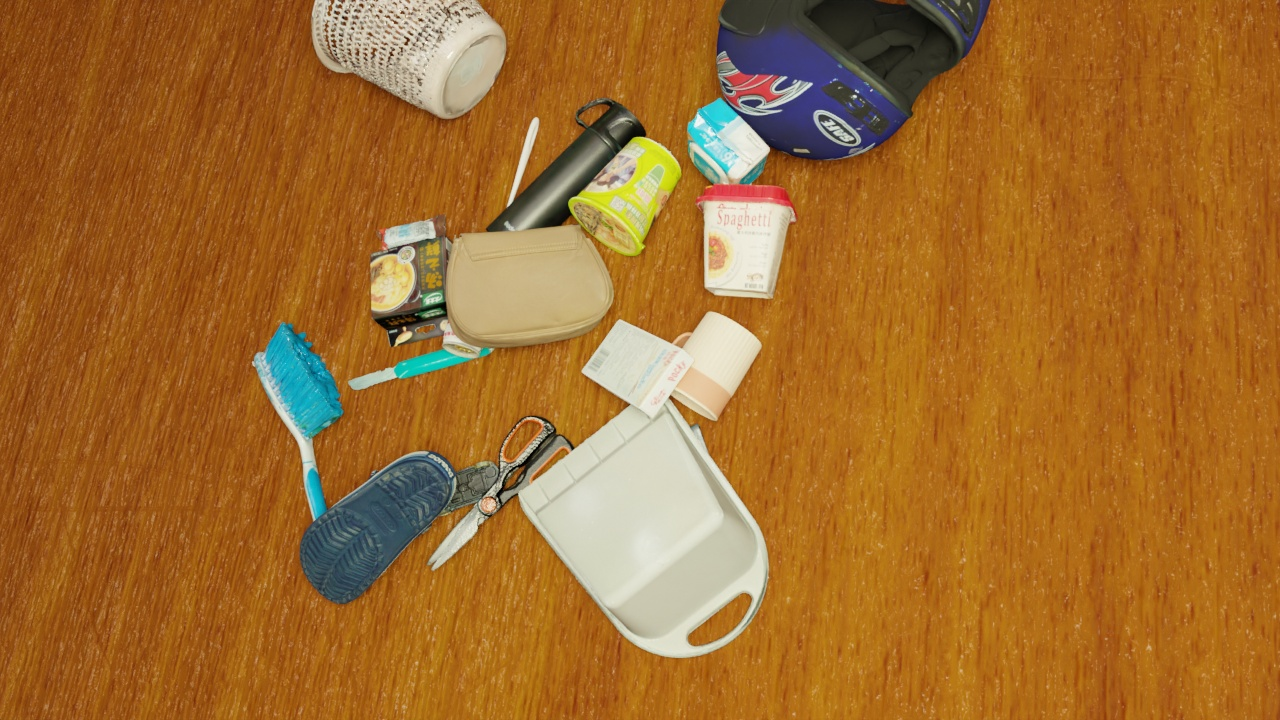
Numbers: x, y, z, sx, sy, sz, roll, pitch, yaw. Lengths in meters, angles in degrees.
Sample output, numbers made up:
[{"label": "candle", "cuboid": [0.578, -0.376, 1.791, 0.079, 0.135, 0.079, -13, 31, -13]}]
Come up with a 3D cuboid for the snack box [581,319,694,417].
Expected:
[{"label": "snack box", "cuboid": [-0.007, 0.006, 1.103, 0.084, 0.027, 0.157, -54, 34, -5]}]

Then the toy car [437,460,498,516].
[{"label": "toy car", "cuboid": [-0.221, 0.161, 1.157, 0.105, 0.031, 0.049, -19, 78, 6]}]

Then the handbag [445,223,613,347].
[{"label": "handbag", "cuboid": [-0.143, -0.092, 1.153, 0.204, 0.100, 0.147, -7, 80, -17]}]

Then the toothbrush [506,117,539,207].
[{"label": "toothbrush", "cuboid": [-0.172, -0.256, 1.270, 0.016, 0.016, 0.180, 12, 79, 23]}]

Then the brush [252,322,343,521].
[{"label": "brush", "cuboid": [-0.438, 0.101, 1.223, 0.109, 0.060, 0.314, -37, 72, 8]}]

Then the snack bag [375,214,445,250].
[{"label": "snack bag", "cuboid": [-0.321, -0.175, 1.280, 0.105, 0.026, 0.045, -12, 63, 10]}]

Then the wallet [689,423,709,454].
[{"label": "wallet", "cuboid": [0.045, 0.147, 1.102, 0.097, 0.019, 0.120, -22, 73, 8]}]

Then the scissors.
[{"label": "scissors", "cuboid": [-0.188, 0.158, 1.131, 0.234, 0.022, 0.139, -25, 82, -10]}]

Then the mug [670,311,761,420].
[{"label": "mug", "cuboid": [0.075, 0.002, 1.108, 0.115, 0.081, 0.106, 26, 79, 49]}]

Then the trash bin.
[{"label": "trash bin", "cuboid": [-0.302, -0.448, 1.266, 0.192, 0.227, 0.227, 38, 86, 8]}]

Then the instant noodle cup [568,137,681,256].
[{"label": "instant noodle cup", "cuboid": [-0.011, -0.216, 1.174, 0.112, 0.112, 0.123, 31, 76, 20]}]

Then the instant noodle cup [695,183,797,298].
[{"label": "instant noodle cup", "cuboid": [0.126, -0.142, 1.117, 0.116, 0.116, 0.124, 5, 87, 15]}]

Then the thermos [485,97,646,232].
[{"label": "thermos", "cuboid": [-0.105, -0.243, 1.221, 0.090, 0.068, 0.242, 43, 87, 8]}]

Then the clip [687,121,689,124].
[{"label": "clip", "cuboid": [0.106, -0.281, 1.197, 0.074, 0.035, 0.100, -44, 74, -1]}]

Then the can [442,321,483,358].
[{"label": "can", "cuboid": [-0.217, -0.073, 1.203, 0.053, 0.053, 0.132, 8, 71, 16]}]

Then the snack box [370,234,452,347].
[{"label": "snack box", "cuboid": [-0.303, -0.095, 1.244, 0.113, 0.053, 0.125, -13, 67, 11]}]

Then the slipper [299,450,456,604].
[{"label": "slipper", "cuboid": [-0.321, 0.194, 1.134, 0.105, 0.095, 0.253, 46, 109, -3]}]

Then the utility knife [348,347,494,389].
[{"label": "utility knife", "cuboid": [-0.291, 0.004, 1.229, 0.219, 0.013, 0.029, -15, 73, 7]}]

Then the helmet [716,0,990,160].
[{"label": "helmet", "cuboid": [0.225, -0.352, 1.051, 0.316, 0.247, 0.240, 28, 95, 58]}]

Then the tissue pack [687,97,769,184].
[{"label": "tissue pack", "cuboid": [0.102, -0.253, 1.111, 0.063, 0.140, 0.090, -44, 86, 1]}]

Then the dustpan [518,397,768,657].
[{"label": "dustpan", "cuboid": [0.020, 0.208, 1.080, 0.223, 0.142, 0.257, -38, 46, 1]}]
